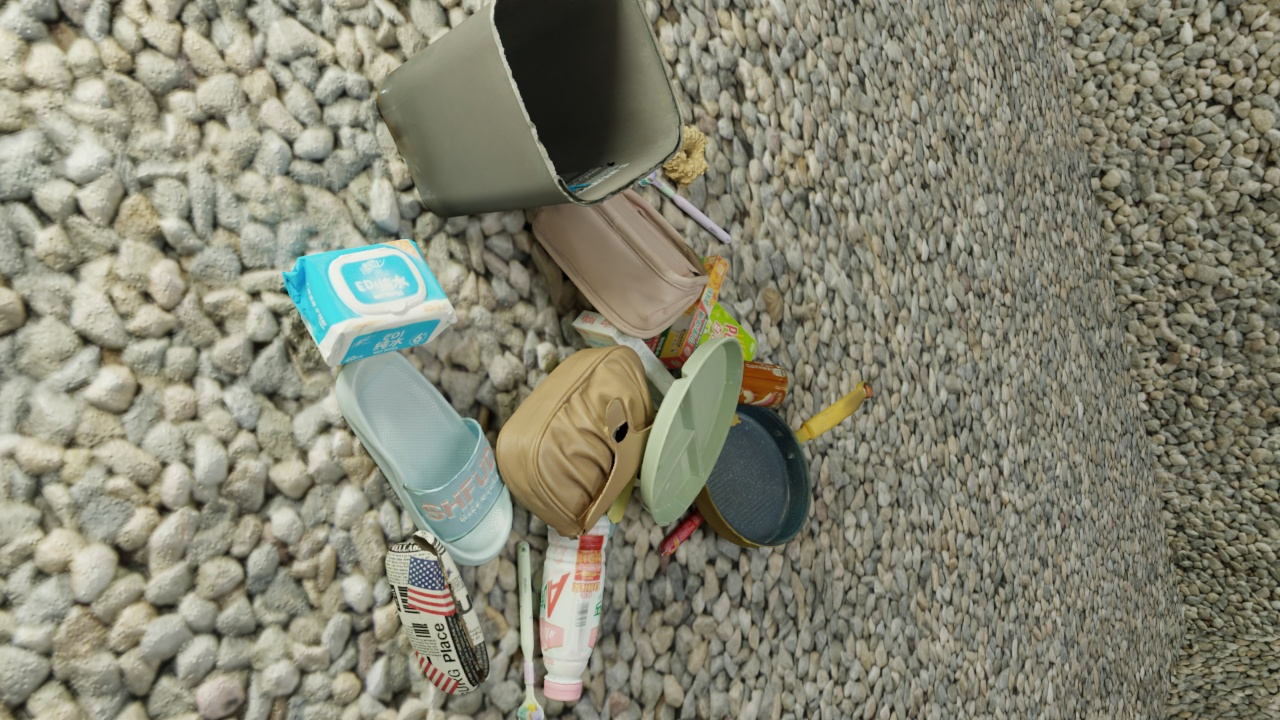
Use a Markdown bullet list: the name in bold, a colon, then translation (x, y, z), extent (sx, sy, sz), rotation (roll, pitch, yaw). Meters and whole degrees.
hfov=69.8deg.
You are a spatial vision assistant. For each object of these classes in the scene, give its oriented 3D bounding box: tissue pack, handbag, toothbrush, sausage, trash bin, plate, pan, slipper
- **tissue pack**: translation (-0.239, -0.056, 0.820), extent (0.139, 0.063, 0.090), rotation (-18, 71, -46)
- **handbag**: translation (-0.051, 0.079, 0.955), extent (0.203, 0.100, 0.148), rotation (-50, 126, -41)
- **toothbrush**: translation (-0.120, 0.287, 0.973), extent (0.020, 0.029, 0.189), rotation (75, 13, -86)
- **toothbrush**: translation (0.064, -0.200, 1.213), extent (0.189, 0.029, 0.021), rotation (29, 28, -43)
- **sausage**: translation (0.069, 0.206, 1.185), extent (0.155, 0.020, 0.020), rotation (-39, 115, -41)
- **trash bin**: translation (-0.112, -0.241, 0.878), extent (0.198, 0.220, 0.199), rotation (-40, 115, -42)
- **plate**: translation (0.059, 0.078, 1.045), extent (0.229, 0.027, 0.231), rotation (-51, 153, -39)
- **pan**: translation (0.206, 0.115, 1.254), extent (0.356, 0.078, 0.197), rotation (-31, 92, -43)
- **slipper**: translation (-0.191, 0.089, 0.873), extent (0.103, 0.074, 0.245), rotation (-51, 121, -38)
- **handbag**: translation (0.003, -0.130, 1.057), extent (0.193, 0.094, 0.233), rotation (48, 26, 11)

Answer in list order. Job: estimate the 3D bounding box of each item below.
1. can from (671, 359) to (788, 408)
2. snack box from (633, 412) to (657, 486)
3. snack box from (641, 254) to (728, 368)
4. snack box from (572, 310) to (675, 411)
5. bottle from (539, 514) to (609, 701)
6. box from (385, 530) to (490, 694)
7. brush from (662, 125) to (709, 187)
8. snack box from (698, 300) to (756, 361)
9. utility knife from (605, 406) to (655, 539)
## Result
- **can**: translation (0.117, 0.026, 1.186), extent (0.147, 0.058, 0.058), rotation (8, 80, -23)
- **snack box**: translation (-0.026, 0.083, 1.082), extent (0.140, 0.034, 0.086), rotation (38, 61, -37)
- **snack box**: translation (0.052, -0.060, 1.144), extent (0.027, 0.077, 0.155), rotation (43, 57, -36)
- **snack box**: translation (-0.006, 0.006, 1.069), extent (0.026, 0.085, 0.157), rotation (-51, 124, -17)
- **bottle**: translation (-0.075, 0.263, 0.993), extent (0.068, 0.068, 0.197), rotation (10, 83, -46)
- **box**: translation (-0.194, 0.244, 0.862), extent (0.076, 0.075, 0.163), rotation (-25, 107, -40)
- **brush**: translation (0.006, -0.289, 1.131), extent (0.254, 0.046, 0.083), rotation (23, 73, -50)
- **snack box**: translation (0.097, -0.029, 1.228), extent (0.156, 0.026, 0.085), rotation (41, 59, -38)
- **utility knife**: translation (-0.013, 0.126, 1.056), extent (0.031, 0.019, 0.176), rotation (32, 64, -37)
